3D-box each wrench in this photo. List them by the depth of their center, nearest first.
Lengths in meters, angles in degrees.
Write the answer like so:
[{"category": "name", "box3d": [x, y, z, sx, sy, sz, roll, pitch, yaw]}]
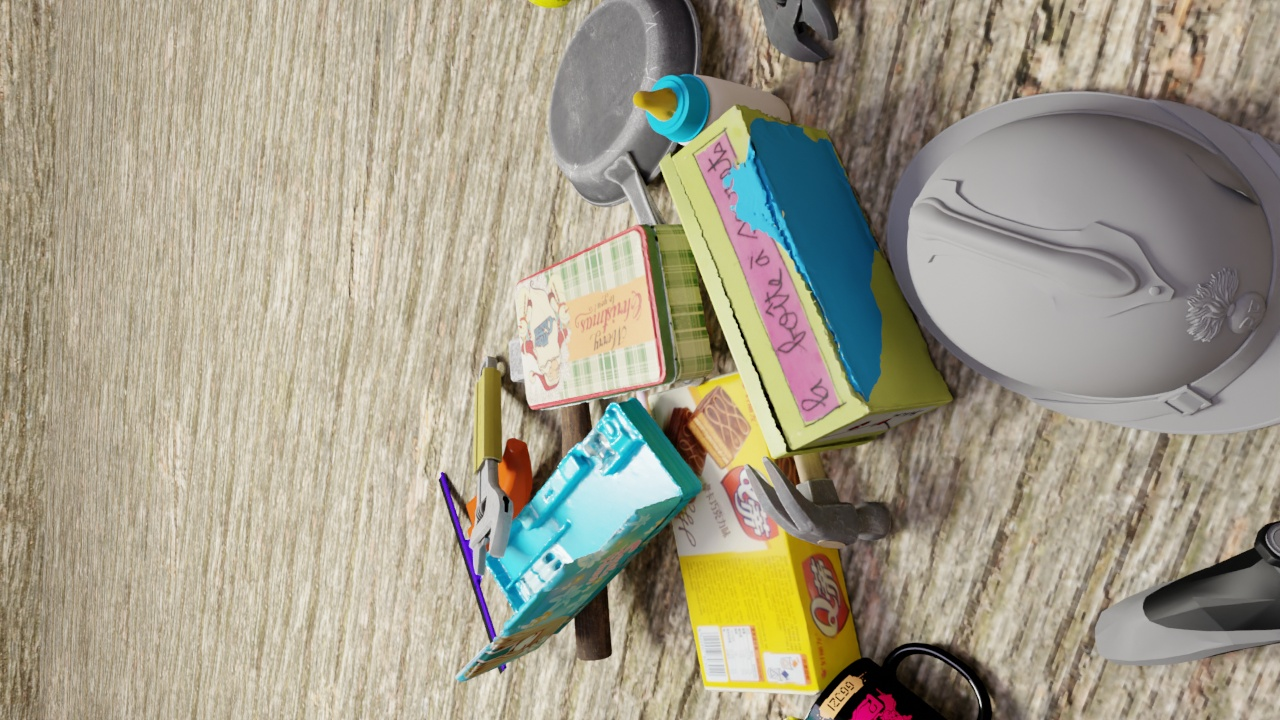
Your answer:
[{"category": "wrench", "box3d": [0.053, -0.326, 0.643, 0.273, 0.018, 0.073, 55, 158, -1]}, {"category": "wrench", "box3d": [-0.139, 0.083, 0.846, 0.084, 0.018, 0.272, -59, 25, 32]}]

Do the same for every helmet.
[{"category": "helmet", "box3d": [0.230, -0.055, 0.494, 0.271, 0.117, 0.183, 29, 112, 38]}]

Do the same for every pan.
[{"category": "pan", "box3d": [-0.003, -0.146, 0.731, 0.188, 0.055, 0.356, -34, 56, 44]}]

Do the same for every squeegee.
[{"category": "squeegee", "box3d": [-0.140, 0.147, 0.905, 0.249, 0.055, 0.185, 60, 142, 40]}]

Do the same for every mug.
[{"category": "mug", "box3d": [0.177, 0.246, 0.604, 0.098, 0.082, 0.118, 34, 88, 38]}]

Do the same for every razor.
[{"category": "razor", "box3d": [0.307, 0.126, 0.480, 0.157, 0.060, 0.057, 122, 169, -49]}]

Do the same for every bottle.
[{"category": "bottle", "box3d": [0.047, -0.172, 0.644, 0.051, 0.146, 0.051, 4, 95, 44]}]

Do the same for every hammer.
[{"category": "hammer", "box3d": [0.095, -0.030, 0.656, 0.031, 0.119, 0.330, -28, 65, 40]}, {"category": "hammer", "box3d": [-0.025, 0.102, 0.787, 0.218, 0.037, 0.300, -15, 75, 43]}]

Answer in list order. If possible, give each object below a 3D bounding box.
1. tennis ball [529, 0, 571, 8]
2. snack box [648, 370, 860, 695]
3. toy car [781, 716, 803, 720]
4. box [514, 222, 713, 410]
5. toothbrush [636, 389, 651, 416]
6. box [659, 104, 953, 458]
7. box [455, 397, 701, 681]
[{"category": "tennis ball", "box3d": [-0.080, -0.348, 0.812, 0.065, 0.065, 0.065, 4, 96, 44]}, {"category": "snack box", "box3d": [0.084, 0.125, 0.689, 0.110, 0.061, 0.230, -18, 81, 44]}, {"category": "toy car", "box3d": [0.138, 0.304, 0.670, 0.107, 0.030, 0.049, 33, 117, 35]}, {"category": "box", "box3d": [-0.030, -0.028, 0.708, 0.206, 0.049, 0.117, -11, 88, 54]}, {"category": "toothbrush", "box3d": [-0.004, 0.004, 0.737, 0.022, 0.015, 0.154, 120, 142, -73]}, {"category": "box", "box3d": [0.108, -0.053, 0.613, 0.081, 0.124, 0.221, -35, 71, 38]}, {"category": "box", "box3d": [-0.072, 0.141, 0.705, 0.098, 0.121, 0.227, 52, 125, 19]}]
